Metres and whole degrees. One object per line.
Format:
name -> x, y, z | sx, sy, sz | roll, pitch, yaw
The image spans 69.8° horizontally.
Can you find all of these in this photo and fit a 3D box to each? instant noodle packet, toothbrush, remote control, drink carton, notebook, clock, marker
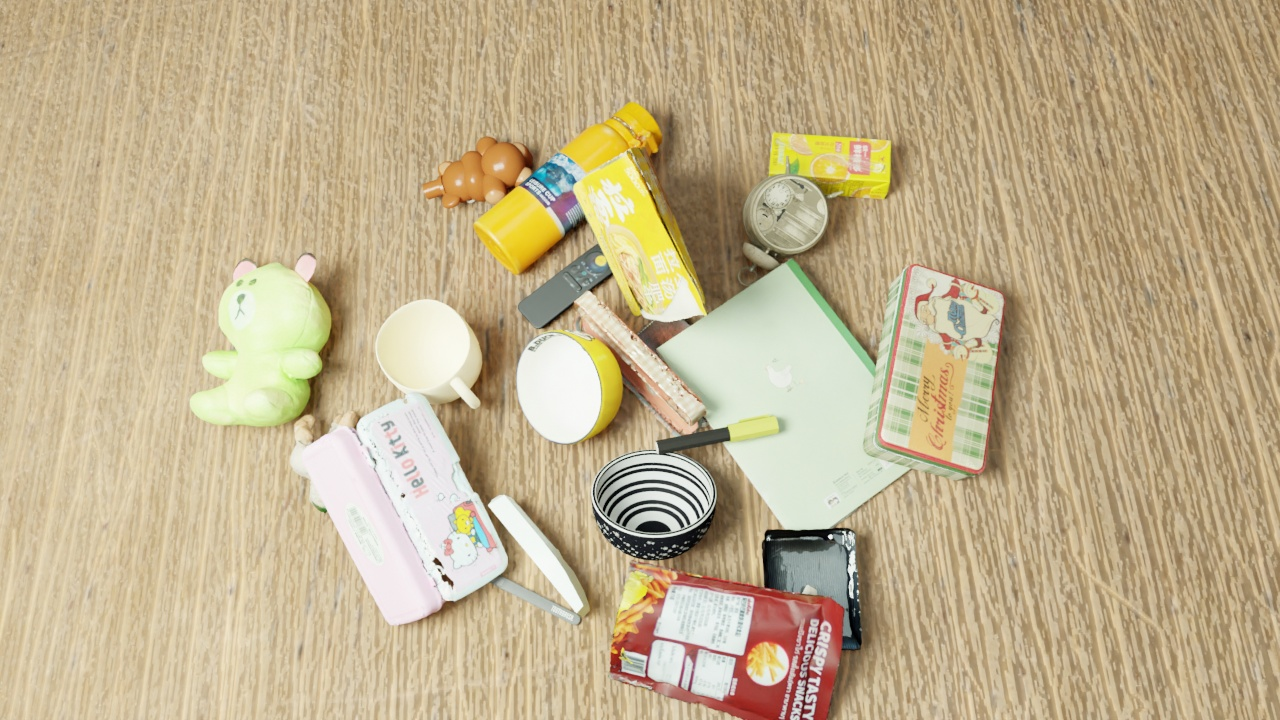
instant noodle packet -> 0.008, -0.122, 0.899 | 0.084, 0.221, 0.163 | -25, 100, -4
toothbrush -> -0.135, 0.224, 0.917 | 0.167, 0.013, 0.012 | 24, 74, 10
remote control -> -0.096, 0.188, 0.906 | 0.024, 0.049, 0.143 | -40, 72, -10
drink carton -> 0.214, -0.221, 1.040 | 0.134, 0.043, 0.058 | 6, 69, 6
remote control -> -0.067, -0.090, 1.026 | 0.151, 0.020, 0.041 | -39, 71, -11
notebook -> 0.161, 0.039, 0.946 | 0.181, 0.010, 0.252 | -34, 78, -8
clock -> 0.150, -0.143, 0.999 | 0.093, 0.054, 0.141 | 32, 95, -3
marker -> 0.076, 0.074, 0.919 | 0.124, 0.017, 0.021 | -11, 44, -5

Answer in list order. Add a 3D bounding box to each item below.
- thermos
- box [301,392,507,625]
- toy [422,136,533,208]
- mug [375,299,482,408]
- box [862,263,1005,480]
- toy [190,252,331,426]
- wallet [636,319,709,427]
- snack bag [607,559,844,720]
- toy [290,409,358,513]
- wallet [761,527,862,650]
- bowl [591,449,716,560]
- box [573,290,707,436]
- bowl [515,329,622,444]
thermos -> -0.072, -0.193, 1.035 | 0.232, 0.076, 0.091 | -42, 74, -12
box -> -0.231, 0.147, 0.884 | 0.146, 0.077, 0.201 | -27, 92, 7
toy -> -0.187, -0.210, 1.067 | 0.128, 0.065, 0.094 | -17, 61, 7
mug -> -0.207, 0.005, 0.958 | 0.096, 0.100, 0.120 | -41, 78, -9
box -> 0.301, 0.011, 0.932 | 0.117, 0.051, 0.205 | 17, 72, -1
toy -> -0.397, -0.017, 0.987 | 0.150, 0.107, 0.196 | -5, 57, 27
wallet -> 0.049, 0.006, 0.979 | 0.072, 0.019, 0.123 | -42, 72, -11
snack bag -> 0.077, 0.266, 0.848 | 0.208, 0.066, 0.139 | 11, 97, 14
toy -> -0.320, 0.104, 0.945 | 0.074, 0.085, 0.106 | -2, 88, -29
wallet -> 0.163, 0.220, 0.882 | 0.089, 0.026, 0.114 | -2, 75, 5
bowl -> 0.013, 0.151, 0.896 | 0.120, 0.066, 0.120 | 0, 36, 0
box -> -0.004, 0.005, 0.956 | 0.041, 0.083, 0.187 | -40, 70, -14
bowl -> -0.064, 0.024, 0.946 | 0.117, 0.067, 0.117 | 8, 103, 37
